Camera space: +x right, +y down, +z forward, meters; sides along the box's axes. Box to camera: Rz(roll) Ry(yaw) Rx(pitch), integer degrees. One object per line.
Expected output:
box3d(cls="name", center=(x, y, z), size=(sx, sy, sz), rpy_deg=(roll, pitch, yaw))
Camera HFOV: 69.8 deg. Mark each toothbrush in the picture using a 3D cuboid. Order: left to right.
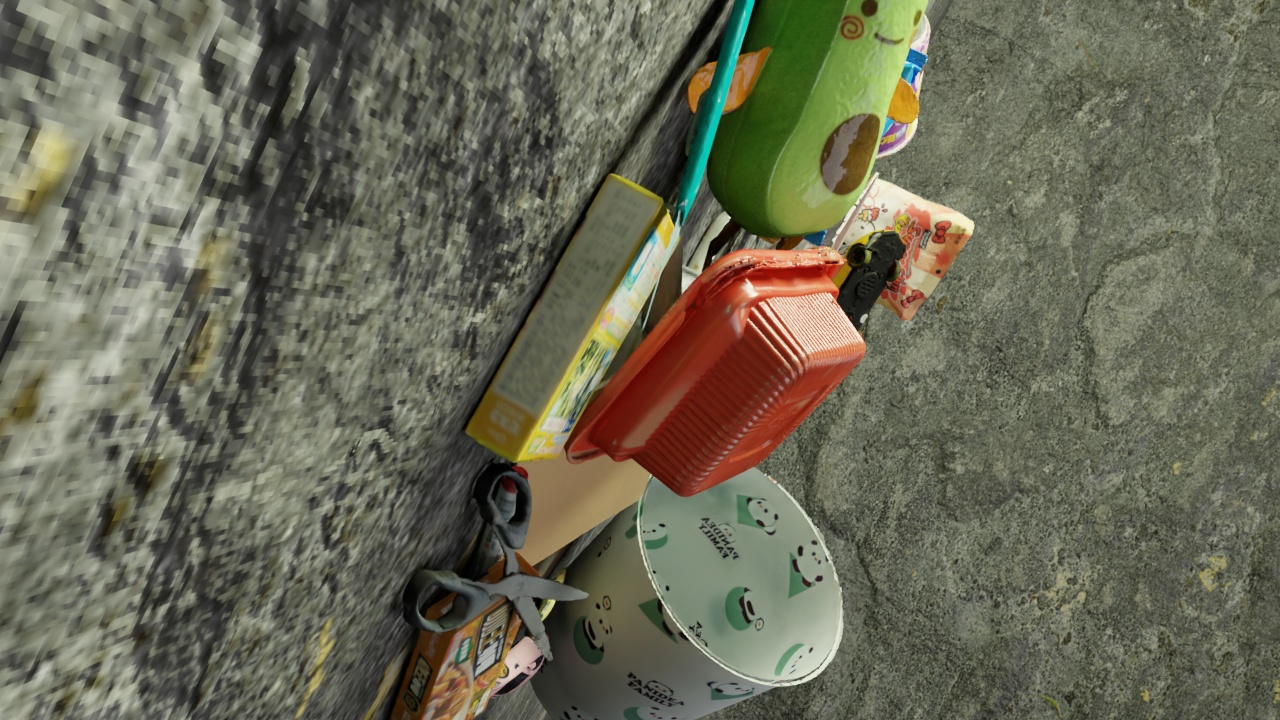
box3d(cls="toothbrush", center=(0.013, -0.017, 0.600), size=(0.026, 0.026, 0.221), rpy_deg=(-22, 148, -13))
box3d(cls="toothbrush", center=(0.025, -0.039, 0.752), size=(0.191, 0.016, 0.018), rpy_deg=(-60, -178, -2))

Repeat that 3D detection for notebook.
box3d(cls="notebook", center=(-0.033, 0.072, 0.626), size=(0.147, 0.008, 0.208), rpy_deg=(-27, 153, -32))

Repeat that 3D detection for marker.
box3d(cls="marker", center=(-0.093, 0.119, 0.573), size=(0.017, 0.017, 0.146), rpy_deg=(-49, 165, -53))

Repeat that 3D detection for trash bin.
box3d(cls="trash bin", center=(0.026, 0.246, 0.890), size=(0.253, 0.229, 0.228), rpy_deg=(-46, -178, 38))

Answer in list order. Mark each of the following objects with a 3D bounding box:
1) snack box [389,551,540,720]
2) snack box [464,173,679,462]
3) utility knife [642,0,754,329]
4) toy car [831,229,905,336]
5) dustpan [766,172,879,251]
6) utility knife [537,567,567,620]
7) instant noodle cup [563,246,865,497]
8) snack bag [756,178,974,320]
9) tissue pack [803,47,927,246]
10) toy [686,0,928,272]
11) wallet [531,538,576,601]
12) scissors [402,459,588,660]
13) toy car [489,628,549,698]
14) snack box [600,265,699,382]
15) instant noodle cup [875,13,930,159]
box3d(cls="snack box", center=(-0.116, 0.193, 0.586), size=(0.075, 0.026, 0.154), rpy_deg=(-25, 147, -48))
box3d(cls="snack box", center=(-0.029, -0.016, 0.458), size=(0.140, 0.034, 0.087), rpy_deg=(-63, 171, 0))
box3d(cls="utility knife", center=(0.029, -0.108, 0.431), size=(0.029, 0.013, 0.205), rpy_deg=(100, 6, -75))
box3d(cls="toy car", center=(0.217, -0.069, 0.950), size=(0.071, 0.041, 0.156), rpy_deg=(12, 115, -41))
box3d(cls="dustpan", center=(0.148, -0.034, 0.894), size=(0.274, 0.139, 0.221), rpy_deg=(-32, -171, 37))
box3d(cls="utility knife", center=(-0.077, 0.206, 0.801), size=(0.031, 0.018, 0.165), rpy_deg=(-62, -177, -3))
box3d(cls="instant noodle cup", center=(0.057, 0.010, 0.550), size=(0.165, 0.079, 0.188), rpy_deg=(-51, 158, 27))
box3d(cls="snack bag", center=(0.232, -0.138, 0.982), size=(0.129, 0.208, 0.073), rpy_deg=(-64, 176, 27))
box3d(cls="tissue pack", center=(0.126, -0.168, 0.662), size=(0.157, 0.095, 0.052), rpy_deg=(-61, 170, 14))
box3d(cls="toy", center=(0.100, -0.148, 0.543), size=(0.226, 0.090, 0.247), rpy_deg=(-16, 131, -47))
box3d(cls="wallet", center=(-0.092, 0.196, 0.823), size=(0.122, 0.020, 0.096), rpy_deg=(-57, 171, -9))
box3d(cls="scissors", center=(-0.075, 0.127, 0.531), size=(0.174, 0.014, 0.159), rpy_deg=(-17, 122, -55))
box3d(cls="toy car", center=(-0.116, 0.266, 0.783), size=(0.056, 0.037, 0.122), rpy_deg=(-43, 171, 18))
box3d(cls="snack box", center=(-0.004, 0.004, 0.686), size=(0.157, 0.027, 0.084), rpy_deg=(-64, 170, 15))
box3d(cls="instant noodle cup", center=(0.184, -0.237, 0.753), size=(0.111, 0.111, 0.099), rpy_deg=(-56, 163, -30))
